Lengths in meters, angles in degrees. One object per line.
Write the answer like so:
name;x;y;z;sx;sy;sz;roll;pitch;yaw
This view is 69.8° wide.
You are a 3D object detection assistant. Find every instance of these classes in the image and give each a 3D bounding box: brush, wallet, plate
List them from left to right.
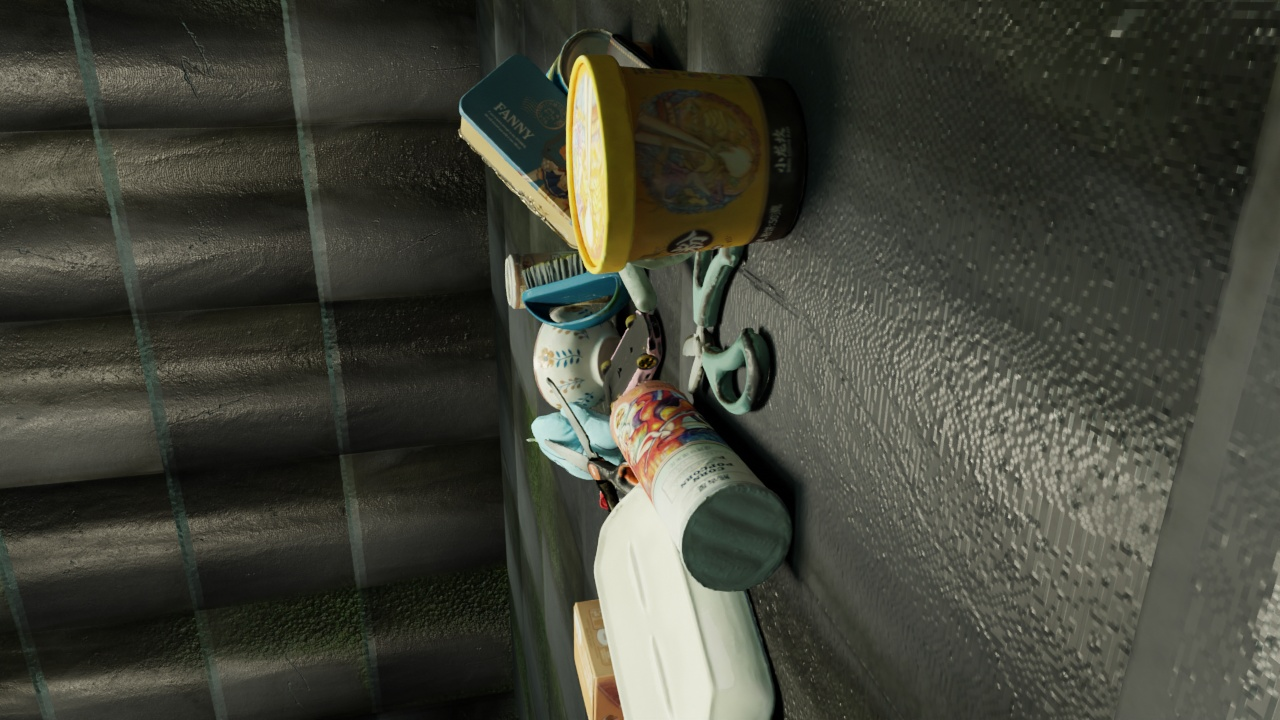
brush;-0.058;-0.067;0.897;0.144;0.055;0.073;-12;76;37
wallet;-0.013;-0.191;0.753;0.096;0.020;0.123;54;138;40
plate;0.018;0.200;0.694;0.162;0.034;0.265;-52;38;36

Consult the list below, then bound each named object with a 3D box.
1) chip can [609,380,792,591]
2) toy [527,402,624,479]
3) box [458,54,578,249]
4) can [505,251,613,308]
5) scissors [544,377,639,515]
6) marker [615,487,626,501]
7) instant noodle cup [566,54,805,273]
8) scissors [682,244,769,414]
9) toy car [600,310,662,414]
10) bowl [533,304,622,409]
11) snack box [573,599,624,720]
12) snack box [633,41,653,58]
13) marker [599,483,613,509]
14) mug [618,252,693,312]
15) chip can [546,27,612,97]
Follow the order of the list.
chip can;0.033;0.078;0.645;0.214;0.071;0.071;-130;37;-69
toy;-0.063;0.087;0.974;0.049;0.156;0.161;-58;-35;-25
box;-0.089;-0.196;0.854;0.184;0.089;0.062;43;163;-4
can;-0.085;-0.088;0.988;0.058;0.116;0.058;175;91;-77
scissors;-0.029;0.118;0.869;0.221;0.021;0.233;-9;109;60
marker;-0.019;0.151;1.012;0.022;0.018;0.130;137;128;-85
instant noodle cup;0.023;-0.112;0.521;0.118;0.114;0.118;174;91;-77
scissors;0.055;-0.008;0.634;0.177;0.019;0.171;102;158;-48
toy car;-0.005;0.005;0.864;0.123;0.037;0.056;119;143;-46
bowl;-0.053;-0.002;0.962;0.062;0.113;0.113;4;102;33
snack box;-0.006;0.272;0.829;0.092;0.094;0.077;-117;25;-58
snack box;-0.010;-0.188;0.794;0.075;0.026;0.153;-10;85;62
marker;-0.038;0.143;1.041;0.145;0.017;0.017;-116;22;-85
mug;0.000;-0.111;0.689;0.103;0.083;0.124;-113;25;-49
chip can;-0.065;-0.275;0.934;0.210;0.071;0.071;-159;64;-75
